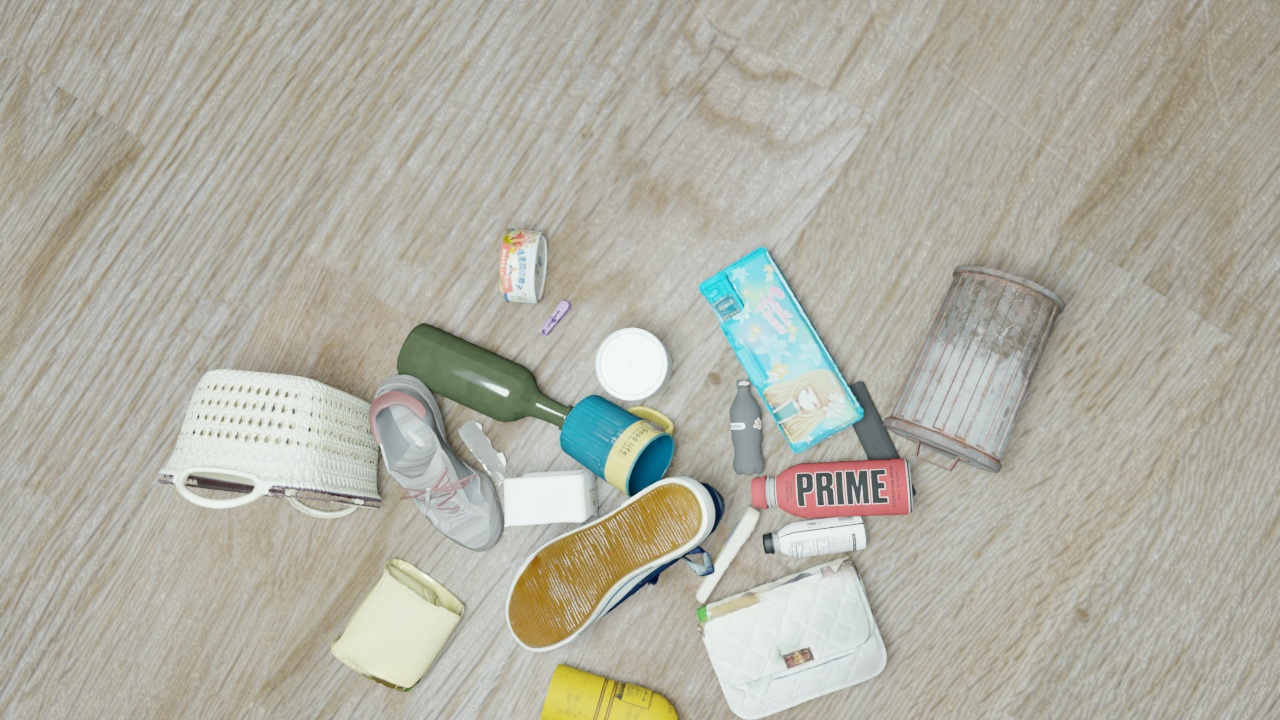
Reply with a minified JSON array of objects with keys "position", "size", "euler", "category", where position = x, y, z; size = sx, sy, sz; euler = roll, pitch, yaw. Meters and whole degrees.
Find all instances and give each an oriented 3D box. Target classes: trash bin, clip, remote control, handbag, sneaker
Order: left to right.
[{"position":[-0.282,0.312,1.074],"size":[0.111,0.081,0.119],"euler":[34,89,-3],"category":"handbag"},{"position":[-0.237,0.132,1.043],"size":[0.099,0.089,0.236],"euler":[-27,104,10],"category":"sneaker"},{"position":[-0.102,-0.050,1.095],"size":[0.013,0.033,0.051],"euler":[38,92,4],"category":"clip"},{"position":[-0.020,0.227,1.024],"size":[0.295,0.127,0.120],"euler":[-38,73,18],"category":"sneaker"},{"position":[0.100,0.225,1.063],"size":[0.018,0.038,0.125],"euler":[33,91,5],"category":"remote control"},{"position":[0.173,0.315,1.038],"size":[0.195,0.072,0.139],"euler":[-22,86,3],"category":"handbag"},{"position":[0.275,0.095,1.065],"size":[0.033,0.015,0.147],"euler":[-25,87,3],"category":"remote control"},{"position":[0.362,0.017,1.006],"size":[0.131,0.131,0.211],"euler":[24,89,5],"category":"trash bin"}]

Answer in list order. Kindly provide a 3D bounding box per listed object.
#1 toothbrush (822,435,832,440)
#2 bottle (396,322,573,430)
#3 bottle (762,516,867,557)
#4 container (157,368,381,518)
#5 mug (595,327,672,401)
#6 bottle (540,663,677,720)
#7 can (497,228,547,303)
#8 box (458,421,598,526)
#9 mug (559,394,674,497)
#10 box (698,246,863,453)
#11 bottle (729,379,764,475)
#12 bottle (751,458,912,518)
[{"position":[0.193,0.002,1.076],"size":[0.017,0.012,0.186],"euler":[-16,87,11],"category":"toothbrush"},{"position":[-0.179,0.027,1.075],"size":[0.207,0.071,0.071],"euler":[24,90,5],"category":"bottle"},{"position":[0.199,0.204,1.056],"size":[0.116,0.041,0.041],"euler":[-9,87,4],"category":"bottle"},{"position":[-0.392,0.098,1.012],"size":[0.185,0.251,0.143],"euler":[4,78,7],"category":"container"},{"position":[-0.006,0.006,1.045],"size":[0.082,0.106,0.082],"euler":[0,88,4],"category":"mug"},{"position":[-0.026,0.405,1.052],"size":[0.164,0.071,0.071],"euler":[15,89,5],"category":"bottle"},{"position":[-0.136,-0.110,1.068],"size":[0.043,0.086,0.086],"euler":[5,88,3],"category":"can"},{"position":[-0.136,0.140,1.052],"size":[0.189,0.111,0.101],"euler":[16,87,6],"category":"box"},{"position":[-0.018,0.090,1.051],"size":[0.107,0.113,0.083],"euler":[27,132,31],"category":"mug"},{"position":[0.161,-0.012,1.056],"size":[0.094,0.039,0.226],"euler":[-31,83,12],"category":"box"},{"position":[0.123,0.077,1.067],"size":[0.036,0.036,0.110],"euler":[-4,88,4],"category":"bottle"},{"position":[0.215,0.146,1.040],"size":[0.177,0.062,0.062],"euler":[-5,88,14],"category":"bottle"}]
